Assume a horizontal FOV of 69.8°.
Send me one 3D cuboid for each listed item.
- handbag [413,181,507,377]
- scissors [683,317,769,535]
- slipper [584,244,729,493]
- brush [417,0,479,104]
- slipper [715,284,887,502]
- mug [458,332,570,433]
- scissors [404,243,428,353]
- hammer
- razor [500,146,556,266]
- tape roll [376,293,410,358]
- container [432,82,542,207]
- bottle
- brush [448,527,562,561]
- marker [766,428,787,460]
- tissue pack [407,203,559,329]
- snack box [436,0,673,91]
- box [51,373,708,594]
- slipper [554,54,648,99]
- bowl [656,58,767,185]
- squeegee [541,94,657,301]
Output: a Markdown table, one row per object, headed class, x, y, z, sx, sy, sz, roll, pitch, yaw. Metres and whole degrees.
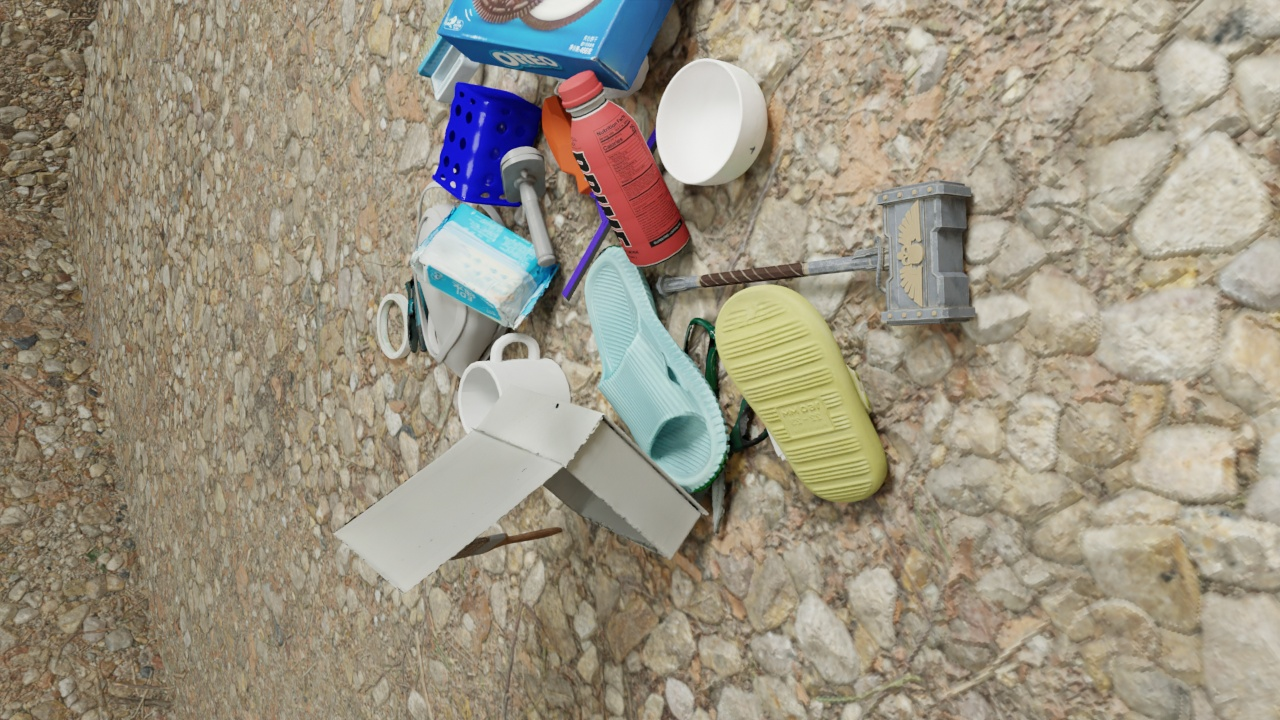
| class | x | y | z | sx | sy | sz | roll | pitch | yaw |
| --- | --- | --- | --- | --- | --- | --- | --- | --- | --- |
| handbag | -0.237 | -0.086 | 1.149 | 0.223 | 0.095 | 0.215 | -49 | 56 | 53 |
| scissors | 0.089 | 0.064 | 0.819 | 0.155 | 0.015 | 0.209 | 0 | 93 | 47 |
| slipper | -0.005 | 0.005 | 0.869 | 0.116 | 0.069 | 0.276 | -56 | 49 | 45 |
| brush | -0.212 | -0.376 | 1.090 | 0.136 | 0.055 | 0.075 | -39 | 60 | 43 |
| slipper | 0.137 | 0.019 | 0.718 | 0.092 | 0.081 | 0.190 | -21 | 103 | 41 |
| mug | -0.139 | 0.030 | 1.016 | 0.091 | 0.090 | 0.121 | 13 | 103 | 47 |
| scissors | -0.309 | -0.080 | 1.253 | 0.129 | 0.019 | 0.139 | 53 | 127 | 32 |
| hammer | 0.119 | -0.073 | 0.758 | 0.323 | 0.044 | 0.098 | -1 | 92 | 51 |
| razor | -0.113 | -0.155 | 0.979 | 0.088 | 0.047 | 0.116 | 104 | 151 | -72 |
| tape roll | -0.348 | -0.048 | 1.303 | 0.093 | 0.013 | 0.093 | 5 | 97 | 49 |
| container | -0.172 | -0.244 | 1.036 | 0.084 | 0.085 | 0.114 | 38 | 119 | 39 |
| bottle | -0.018 | -0.171 | 0.818 | 0.062 | 0.062 | 0.177 | 7 | 135 | 48 |
| brush | -0.138 | 0.193 | 0.988 | 0.045 | 0.142 | 0.008 | -37 | 67 | 34 |
| marker | 0.103 | 0.022 | 0.777 | 0.020 | 0.017 | 0.133 | -22 | 74 | 7 |
| tissue pack | -0.170 | -0.101 | 1.006 | 0.144 | 0.092 | 0.062 | 30 | 155 | 7 |
| snack box | -0.063 | -0.364 | 0.856 | 0.239 | 0.056 | 0.195 | 24 | 87 | 39 |
| box | -0.182 | 0.096 | 0.753 | 0.167 | 0.505 | 0.148 | 11 | 97 | 53 |
| slipper | -0.071 | -0.327 | 0.922 | 0.247 | 0.074 | 0.112 | 46 | 115 | 39 |
| bowl | 0.067 | -0.203 | 0.793 | 0.105 | 0.054 | 0.105 | 5 | 96 | 50 |
| squeegee | -0.063 | -0.216 | 0.937 | 0.250 | 0.055 | 0.184 | -57 | 44 | 33 |
